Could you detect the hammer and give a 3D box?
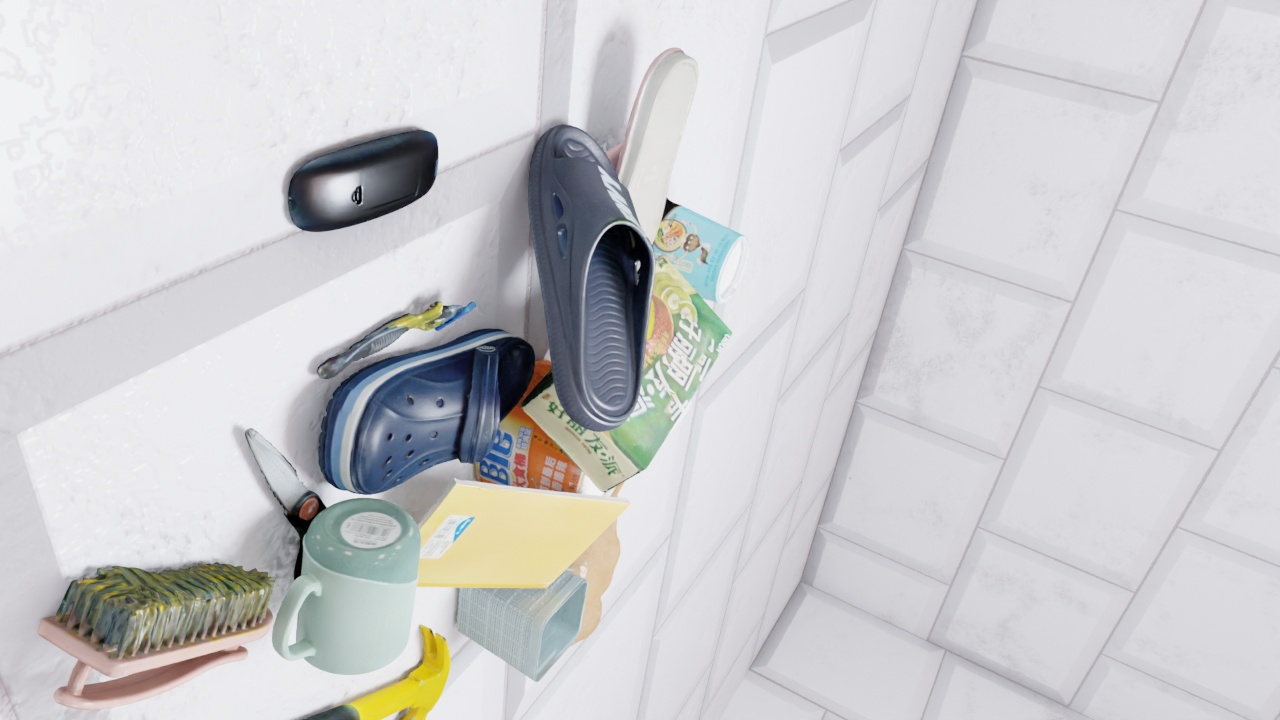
[{"bbox_3d":[-0.262,0.320,0.818,0.300,0.033,0.129,10,101,-69],"label":"hammer"}]

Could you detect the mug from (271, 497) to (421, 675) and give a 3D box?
[{"bbox_3d":[-0.214,0.165,0.661,0.111,0.082,0.106,-25,136,-51],"label":"mug"}]

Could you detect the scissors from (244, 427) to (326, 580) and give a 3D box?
[{"bbox_3d":[-0.249,0.126,0.669,0.125,0.022,0.235,-62,159,-13],"label":"scissors"}]

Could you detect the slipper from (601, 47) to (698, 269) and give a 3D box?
[{"bbox_3d":[-0.013,-0.174,0.894,0.113,0.054,0.275,-36,153,-47],"label":"slipper"}]

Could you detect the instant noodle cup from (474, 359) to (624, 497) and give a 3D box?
[{"bbox_3d":[-0.077,0.088,0.924,0.151,0.111,0.152,-51,154,-38],"label":"instant noodle cup"}]

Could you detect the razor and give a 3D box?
[{"bbox_3d":[-0.185,-0.019,0.685,0.043,0.022,0.142,-28,-176,39],"label":"razor"}]

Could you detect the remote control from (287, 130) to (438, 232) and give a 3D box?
[{"bbox_3d":[-0.173,-0.119,0.606,0.136,0.024,0.053,-39,146,-51],"label":"remote control"}]

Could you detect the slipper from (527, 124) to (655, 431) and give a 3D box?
[{"bbox_3d":[-0.024,-0.077,0.767,0.110,0.084,0.268,12,67,-50],"label":"slipper"}]

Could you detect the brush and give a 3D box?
[{"bbox_3d":[-0.286,0.166,0.566,0.073,0.063,0.145,-72,161,-1],"label":"brush"}]

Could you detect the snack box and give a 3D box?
[{"bbox_3d":[-0.005,0.005,0.876,0.063,0.114,0.239,-35,-168,40],"label":"snack box"}]

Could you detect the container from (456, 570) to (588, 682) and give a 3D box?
[{"bbox_3d":[-0.129,0.263,0.974,0.089,0.111,0.090,-37,143,-54],"label":"container"}]

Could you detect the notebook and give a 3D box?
[{"bbox_3d":[-0.123,0.165,0.840,0.206,0.010,0.146,14,126,-45],"label":"notebook"}]

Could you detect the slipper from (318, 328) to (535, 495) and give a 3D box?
[{"bbox_3d":[-0.150,0.045,0.736,0.252,0.095,0.105,-34,139,-62],"label":"slipper"}]

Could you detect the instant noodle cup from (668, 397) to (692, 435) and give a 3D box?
[{"bbox_3d":[0.021,0.012,1.110,0.137,0.060,0.174,-47,139,-54],"label":"instant noodle cup"}]

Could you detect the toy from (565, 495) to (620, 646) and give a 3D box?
[{"bbox_3d":[-0.072,0.256,1.164,0.143,0.082,0.226,4,104,-74],"label":"toy"}]

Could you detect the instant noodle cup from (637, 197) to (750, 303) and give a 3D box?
[{"bbox_3d":[0.052,-0.120,1.018,0.111,0.120,0.111,-51,153,-38],"label":"instant noodle cup"}]
